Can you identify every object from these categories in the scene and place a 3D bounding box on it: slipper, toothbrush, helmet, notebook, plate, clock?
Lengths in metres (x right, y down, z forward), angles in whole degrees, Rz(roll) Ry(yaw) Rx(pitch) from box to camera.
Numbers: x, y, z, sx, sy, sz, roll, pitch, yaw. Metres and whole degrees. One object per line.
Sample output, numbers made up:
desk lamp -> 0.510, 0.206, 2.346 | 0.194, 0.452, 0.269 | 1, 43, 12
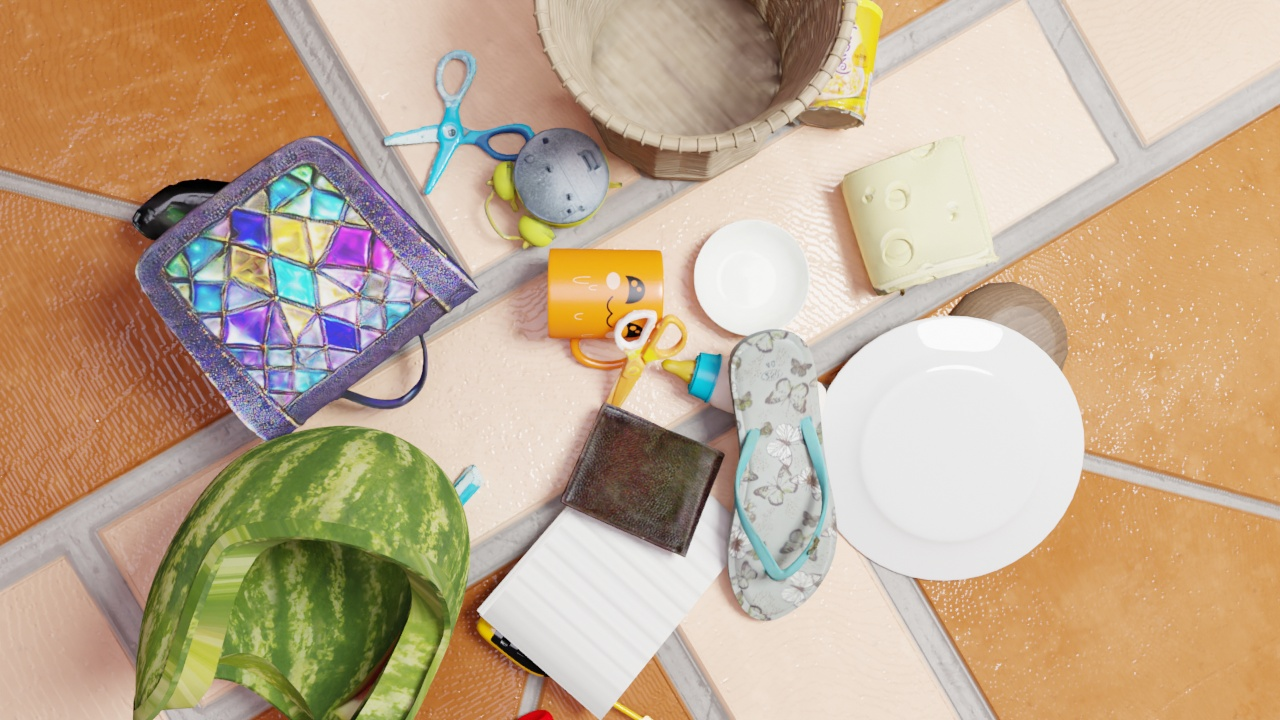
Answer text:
slipper -> 0.125, 0.107, 0.779 | 0.098, 0.054, 0.269 | -4, 105, -7
toothbrush -> -0.060, 0.281, 0.812 | 0.196, 0.031, 0.031 | 33, 62, -5
helmet -> -0.244, 0.166, 0.698 | 0.213, 0.243, 0.247 | 31, 84, -25
notebook -> -0.020, 0.185, 0.808 | 0.142, 0.009, 0.209 | 42, 78, -2
plate -> 0.276, 0.082, 0.819 | 0.242, 0.016, 0.242 | 0, 97, 2
clock -> -0.080, -0.150, 0.802 | 0.119, 0.057, 0.083 | -30, 92, -4
plate -> 0.099, -0.073, 0.826 | 0.104, 0.026, 0.104 | 0, 88, -3

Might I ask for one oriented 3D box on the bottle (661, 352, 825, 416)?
bottle -> 0.089, 0.023, 0.812 | 0.146, 0.051, 0.051 | 16, 88, -3

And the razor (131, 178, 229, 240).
razor -> -0.354, -0.124, 0.795 | 0.151, 0.054, 0.067 | -3, 99, -10

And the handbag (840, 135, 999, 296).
handbag -> 0.245, -0.123, 0.808 | 0.111, 0.081, 0.119 | -18, 93, 9

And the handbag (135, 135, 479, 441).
handbag -> -0.258, -0.053, 0.751 | 0.205, 0.125, 0.222 | -38, 110, -3

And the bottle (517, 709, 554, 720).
bottle -> -0.078, 0.370, 0.806 | 0.036, 0.036, 0.119 | -18, 91, -3

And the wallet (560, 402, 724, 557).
wallet -> 0.002, 0.103, 0.803 | 0.120, 0.031, 0.099 | 24, 77, -4

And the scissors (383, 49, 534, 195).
scissors -> -0.156, -0.206, 0.822 | 0.137, 0.011, 0.134 | 22, 86, -4

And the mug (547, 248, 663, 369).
mug -> -0.031, -0.042, 0.801 | 0.096, 0.077, 0.113 | 1, 120, -3

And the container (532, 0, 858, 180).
container -> 0.039, -0.257, 0.733 | 0.227, 0.196, 0.227 | 0, 89, 1

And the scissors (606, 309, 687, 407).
scissors -> -0.007, 0.005, 0.789 | 0.064, 0.013, 0.128 | 17, 130, -17

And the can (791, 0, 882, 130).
can -> 0.173, -0.262, 0.811 | 0.067, 0.067, 0.105 | 9, 89, -3

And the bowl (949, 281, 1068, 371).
bowl -> 0.338, -0.015, 0.835 | 0.118, 0.030, 0.118 | 0, 89, -3

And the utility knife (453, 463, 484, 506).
utility knife -> -0.204, 0.165, 0.813 | 0.181, 0.015, 0.022 | -48, 63, 0
